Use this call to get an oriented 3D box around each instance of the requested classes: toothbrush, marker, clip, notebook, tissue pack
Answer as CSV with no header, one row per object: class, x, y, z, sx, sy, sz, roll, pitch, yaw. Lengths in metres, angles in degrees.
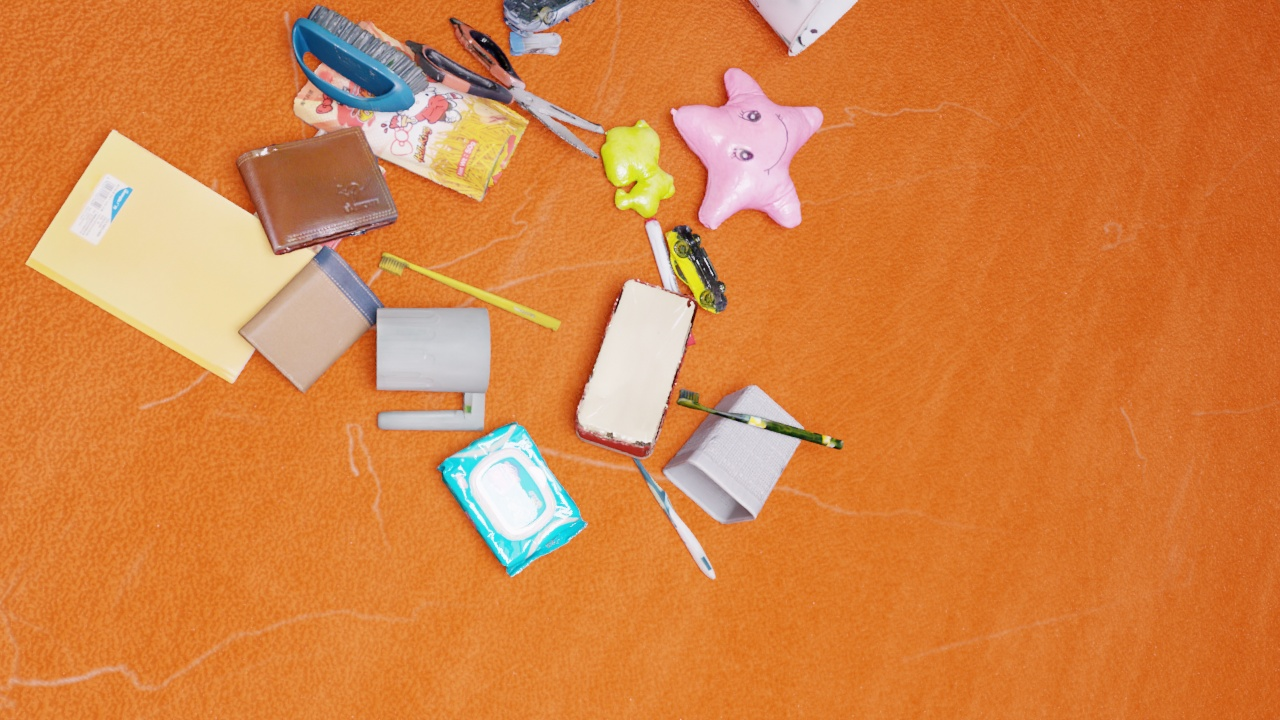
toothbrush,0.027,0.144,0.953,0.018,0.016,0.191,-33,90,-31
marker,0.032,-0.085,0.996,0.017,0.017,0.145,-15,84,-20
toothbrush,0.121,0.059,0.911,0.185,0.012,0.017,16,59,-17
clip,-0.115,-0.345,1.000,0.057,0.036,0.025,-7,80,-15
toothbrush,-0.171,-0.067,0.930,0.190,0.016,0.016,21,79,-13
notebook,-0.426,-0.093,0.838,0.206,0.010,0.146,32,87,-9
tissue pack,-0.124,0.132,0.888,0.093,0.050,0.133,-35,92,-21

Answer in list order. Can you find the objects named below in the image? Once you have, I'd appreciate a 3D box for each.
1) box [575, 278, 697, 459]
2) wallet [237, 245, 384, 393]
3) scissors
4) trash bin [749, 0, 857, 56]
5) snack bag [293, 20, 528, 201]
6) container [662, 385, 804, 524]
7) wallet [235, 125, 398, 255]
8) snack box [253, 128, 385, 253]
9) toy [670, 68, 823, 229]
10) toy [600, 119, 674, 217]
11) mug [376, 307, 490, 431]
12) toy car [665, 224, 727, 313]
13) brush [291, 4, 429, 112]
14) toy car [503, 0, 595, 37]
box,-0.005,0.006,0.924,0.091,0.078,0.168,17,72,3
wallet,-0.304,-0.038,0.858,0.115,0.033,0.090,-51,133,-19
scissors,-0.137,-0.282,0.948,0.188,0.015,0.226,-18,64,-50
trash bin,0.164,-0.515,1.020,0.252,0.230,0.229,46,70,1
snack bag,-0.227,-0.251,0.929,0.208,0.073,0.128,29,73,-3
container,0.099,0.094,0.947,0.090,0.090,0.114,41,67,-7
wallet,-0.301,-0.159,0.861,0.124,0.032,0.101,-22,83,-28
snack box,-0.321,-0.144,0.891,0.075,0.025,0.152,33,72,-9
toy,0.110,-0.230,1.018,0.178,0.075,0.194,20,75,-13
toy,-0.006,-0.210,1.001,0.100,0.031,0.096,43,73,-6
mug,-0.200,0.009,0.879,0.103,0.083,0.124,1,104,-17
toy car,0.059,-0.096,0.994,0.105,0.032,0.048,61,29,-4
brush,-0.277,-0.281,0.876,0.144,0.055,0.073,34,72,10
toy car,-0.096,-0.393,1.001,0.054,0.037,0.120,39,61,16
